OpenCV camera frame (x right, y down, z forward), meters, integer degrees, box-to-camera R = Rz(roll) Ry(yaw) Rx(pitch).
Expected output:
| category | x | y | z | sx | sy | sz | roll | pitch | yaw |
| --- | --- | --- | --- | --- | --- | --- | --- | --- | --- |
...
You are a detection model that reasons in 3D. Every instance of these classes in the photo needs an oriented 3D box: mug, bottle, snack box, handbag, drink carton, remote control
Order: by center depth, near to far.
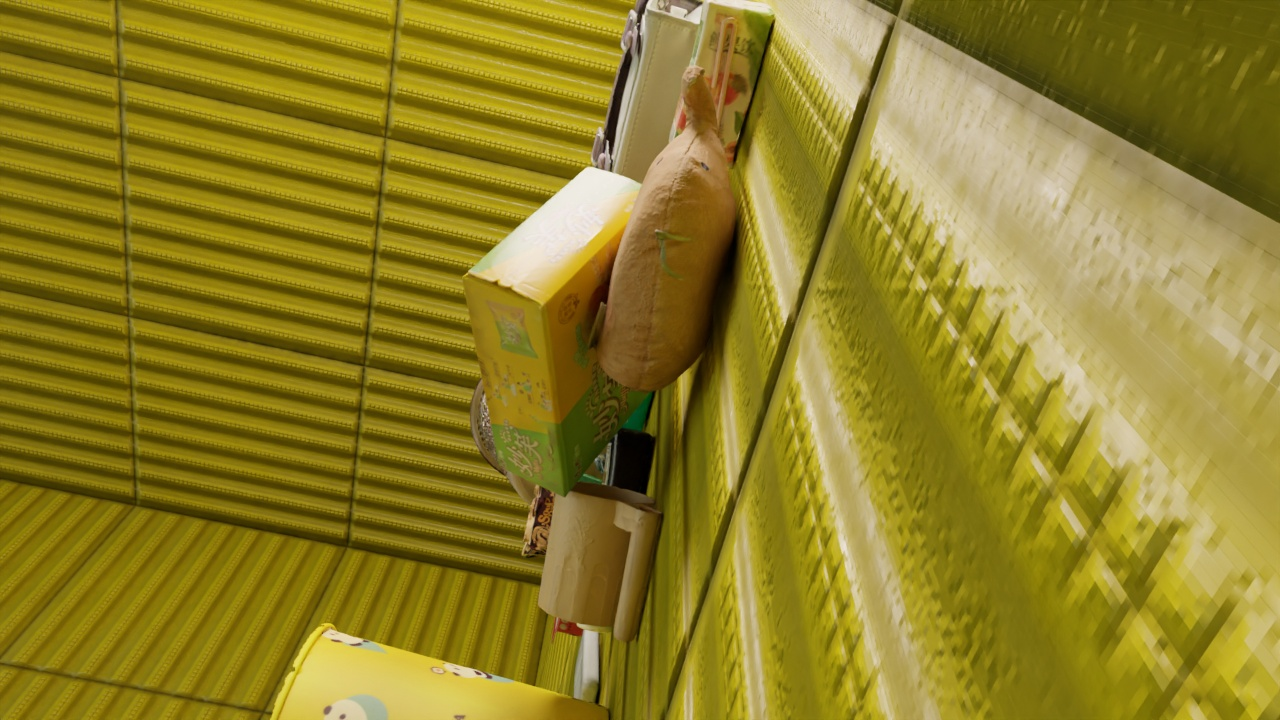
| category | x | y | z | sx | sy | sz | roll | pitch | yaw |
| --- | --- | --- | --- | --- | --- | --- | --- | --- | --- |
| drink carton | 0.061 | -0.215 | 0.710 | 0.045 | 0.053 | 0.123 | -92 | 14 | -58 |
| snack box | -0.051 | -0.019 | 0.718 | 0.157 | 0.070 | 0.210 | -50 | -29 | -37 |
| mug | -0.028 | 0.161 | 0.751 | 0.125 | 0.084 | 0.103 | 10 | 90 | 60 |
| bottle | -0.027 | 0.164 | 0.894 | 0.080 | 0.044 | 0.194 | 132 | 149 | -83 |
| handbag | 0.015 | -0.251 | 0.899 | 0.144 | 0.098 | 0.197 | -93 | 17 | -60 |
| remote control | -0.056 | 0.329 | 0.958 | 0.136 | 0.020 | 0.056 | -106 | 27 | -81 |
| snack box | -0.074 | 0.182 | 1.071 | 0.117 | 0.105 | 0.118 | 111 | 172 | -79 |
| snack box | -0.083 | 0.307 | 1.255 | 0.113 | 0.044 | 0.127 | -87 | 11 | -64 |

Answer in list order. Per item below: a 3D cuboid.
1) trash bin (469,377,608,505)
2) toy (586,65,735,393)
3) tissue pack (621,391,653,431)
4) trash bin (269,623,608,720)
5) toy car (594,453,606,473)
| category | x | y | z | sx | sy | sz | roll | pitch | yaw |
| --- | --- | --- | --- | --- | --- | --- | --- | --- | --- |
| trash bin | -0.110 | 0.102 | 1.234 | 0.192 | 0.227 | 0.228 | -127 | 48 | -68 |
| toy | 0.025 | -0.087 | 0.633 | 0.143 | 0.082 | 0.226 | -78 | 3 | -76 |
| tissue pack | -0.006 | 0.006 | 1.020 | 0.093 | 0.050 | 0.134 | -82 | 6 | -58 |
| trash bin | -0.169 | 0.358 | 0.761 | 0.229 | 0.255 | 0.229 | -172 | 93 | -87 |
| toy car | -0.026 | 0.118 | 1.048 | 0.091 | 0.043 | 0.034 | 142 | 106 | -77 |
